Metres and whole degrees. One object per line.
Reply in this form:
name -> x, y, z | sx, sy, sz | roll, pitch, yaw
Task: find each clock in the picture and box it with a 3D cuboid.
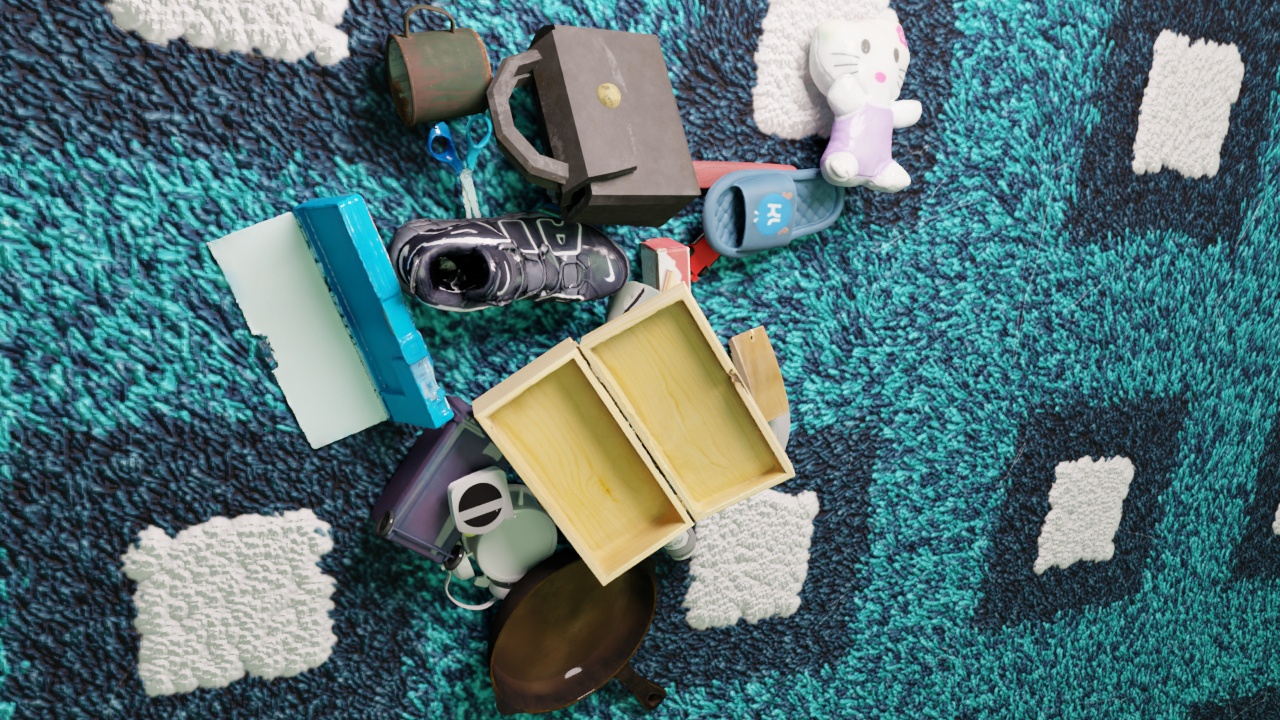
clock -> -0.163, 0.216, 1.060 | 0.120, 0.061, 0.159 | 37, 91, -33

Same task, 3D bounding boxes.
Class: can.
can -> 0.035, 0.201, 1.159 | 0.044, 0.044, 0.107 | -33, 117, -14

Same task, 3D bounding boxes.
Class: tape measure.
tape measure -> -0.166, 0.148, 0.956 | 0.064, 0.017, 0.064 | -17, 108, -25

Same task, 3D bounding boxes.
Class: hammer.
hammer -> 0.045, -0.215, 1.050 | 0.315, 0.036, 0.126 | -6, 105, -26

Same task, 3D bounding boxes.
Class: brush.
brush -> 0.145, 0.019, 1.151 | 0.049, 0.039, 0.117 | -22, 97, -23

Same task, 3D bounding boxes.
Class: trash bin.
trash bin -> -0.208, 0.127, 0.988 | 0.093, 0.092, 0.161 | 35, 87, -30

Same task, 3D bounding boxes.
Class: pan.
pan -> -0.058, 0.352, 1.138 | 0.248, 0.043, 0.356 | -44, 134, -9

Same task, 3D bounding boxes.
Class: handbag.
handbag -> -0.055, -0.239, 0.898 | 0.199, 0.103, 0.197 | -8, 77, -32

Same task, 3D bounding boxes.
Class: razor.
razor -> -0.040, -0.168, 0.969 | 0.140, 0.044, 0.018 | -26, 125, -36

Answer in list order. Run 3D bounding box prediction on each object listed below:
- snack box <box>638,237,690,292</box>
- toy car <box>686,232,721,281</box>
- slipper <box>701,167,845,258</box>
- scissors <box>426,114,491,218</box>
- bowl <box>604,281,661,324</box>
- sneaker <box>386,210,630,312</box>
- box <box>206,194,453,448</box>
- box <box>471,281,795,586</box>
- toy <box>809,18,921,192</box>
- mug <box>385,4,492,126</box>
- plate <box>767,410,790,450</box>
snack box -> 0.036, -0.004, 1.081 | 0.044, 0.076, 0.273 | -8, 108, -14
toy car -> 0.082, -0.138, 1.094 | 0.089, 0.025, 0.038 | -46, 122, -6
slipper -> 0.162, -0.173, 1.076 | 0.213, 0.059, 0.104 | -14, 121, -29
scissors -> -0.182, -0.187, 0.930 | 0.073, 0.016, 0.134 | -23, 142, -25
bowl -> -0.006, 0.006, 1.003 | 0.067, 0.174, 0.174 | -28, 116, -32
sneaker -> -0.124, -0.093, 0.912 | 0.252, 0.150, 0.097 | -1, 108, -13
box -> -0.297, -0.038, 0.922 | 0.167, 0.075, 0.244 | -11, 114, 14
box -> -0.003, 0.081, 0.961 | 0.257, 0.076, 0.247 | -28, 114, 11
toy -> 0.261, -0.302, 1.081 | 0.137, 0.086, 0.209 | 4, 83, -24
mug -> -0.192, -0.284, 0.874 | 0.081, 0.085, 0.111 | -16, 135, -24
plate -> 0.128, 0.101, 1.190 | 0.172, 0.019, 0.173 | -8, 108, -24
